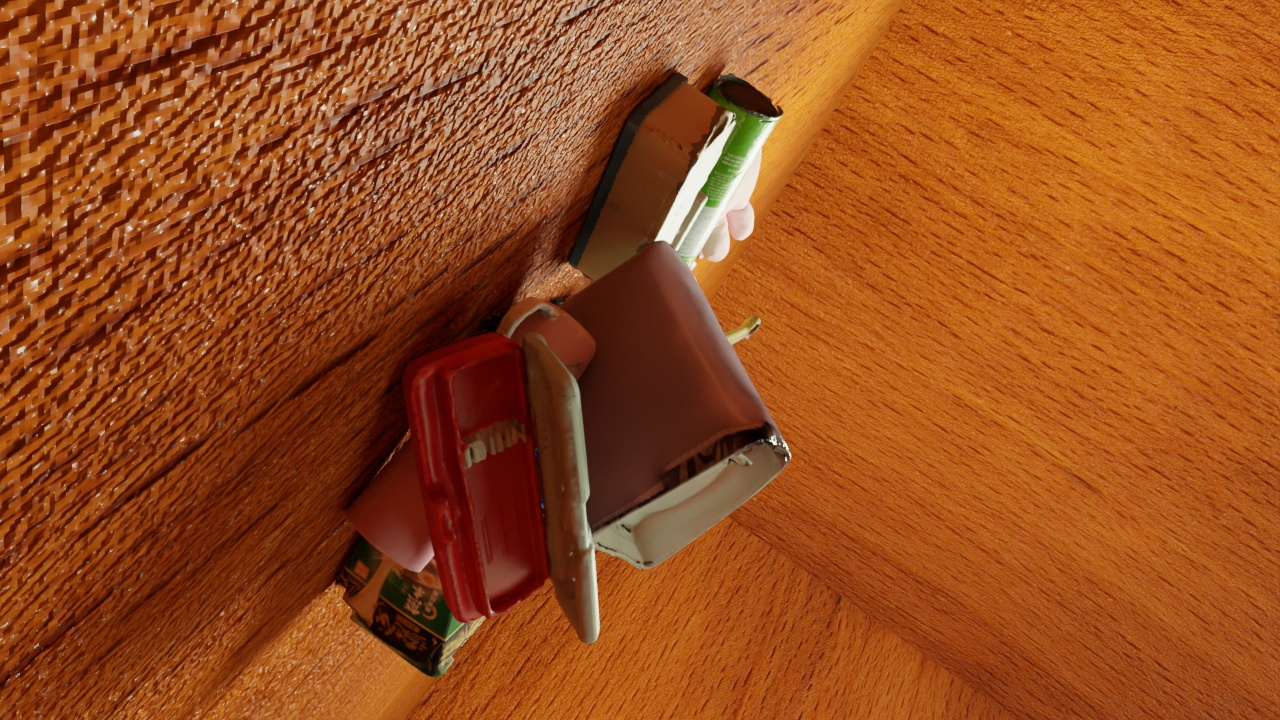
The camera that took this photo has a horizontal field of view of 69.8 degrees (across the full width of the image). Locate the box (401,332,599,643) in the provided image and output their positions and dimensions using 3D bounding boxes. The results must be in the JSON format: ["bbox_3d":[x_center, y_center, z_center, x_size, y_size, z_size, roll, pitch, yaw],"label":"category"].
[{"bbox_3d":[-0.074,0.088,0.565,0.095,0.102,0.202,-22,124,-31],"label":"box"}]

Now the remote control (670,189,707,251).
[{"bbox_3d":[0.010,-0.117,0.871,0.019,0.056,0.135,-51,173,-50],"label":"remote control"}]

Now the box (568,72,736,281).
[{"bbox_3d":[0.009,-0.133,0.710,0.089,0.062,0.185,-52,173,-42],"label":"box"}]

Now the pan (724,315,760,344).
[{"bbox_3d":[-0.005,0.005,0.925,0.356,0.078,0.198,-31,159,-41],"label":"pan"}]

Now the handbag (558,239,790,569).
[{"bbox_3d":[0.009,0.028,0.668,0.145,0.196,0.098,-39,139,18],"label":"handbag"}]

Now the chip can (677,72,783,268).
[{"bbox_3d":[0.050,-0.156,0.889,0.237,0.072,0.072,-59,175,37],"label":"chip can"}]

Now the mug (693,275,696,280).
[{"bbox_3d":[0.011,-0.061,1.017,0.115,0.081,0.105,8,-127,53],"label":"mug"}]

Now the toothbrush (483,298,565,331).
[{"bbox_3d":[-0.086,-0.037,0.715,0.017,0.012,0.185,-56,176,10],"label":"toothbrush"}]

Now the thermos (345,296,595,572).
[{"bbox_3d":[-0.114,0.044,0.621,0.198,0.067,0.087,-50,152,-6],"label":"thermos"}]

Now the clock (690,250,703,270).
[{"bbox_3d":[0.065,-0.165,1.088,0.158,0.060,0.117,-51,174,-28],"label":"clock"}]

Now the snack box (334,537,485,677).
[{"bbox_3d":[-0.157,0.152,0.716,0.118,0.117,0.106,-46,167,-54],"label":"snack box"}]

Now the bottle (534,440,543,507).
[{"bbox_3d":[-0.069,0.073,0.793,0.219,0.065,0.065,-44,177,9],"label":"bottle"}]

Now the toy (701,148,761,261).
[{"bbox_3d":[0.089,-0.183,0.990,0.121,0.054,0.160,-41,143,-29],"label":"toy"}]
